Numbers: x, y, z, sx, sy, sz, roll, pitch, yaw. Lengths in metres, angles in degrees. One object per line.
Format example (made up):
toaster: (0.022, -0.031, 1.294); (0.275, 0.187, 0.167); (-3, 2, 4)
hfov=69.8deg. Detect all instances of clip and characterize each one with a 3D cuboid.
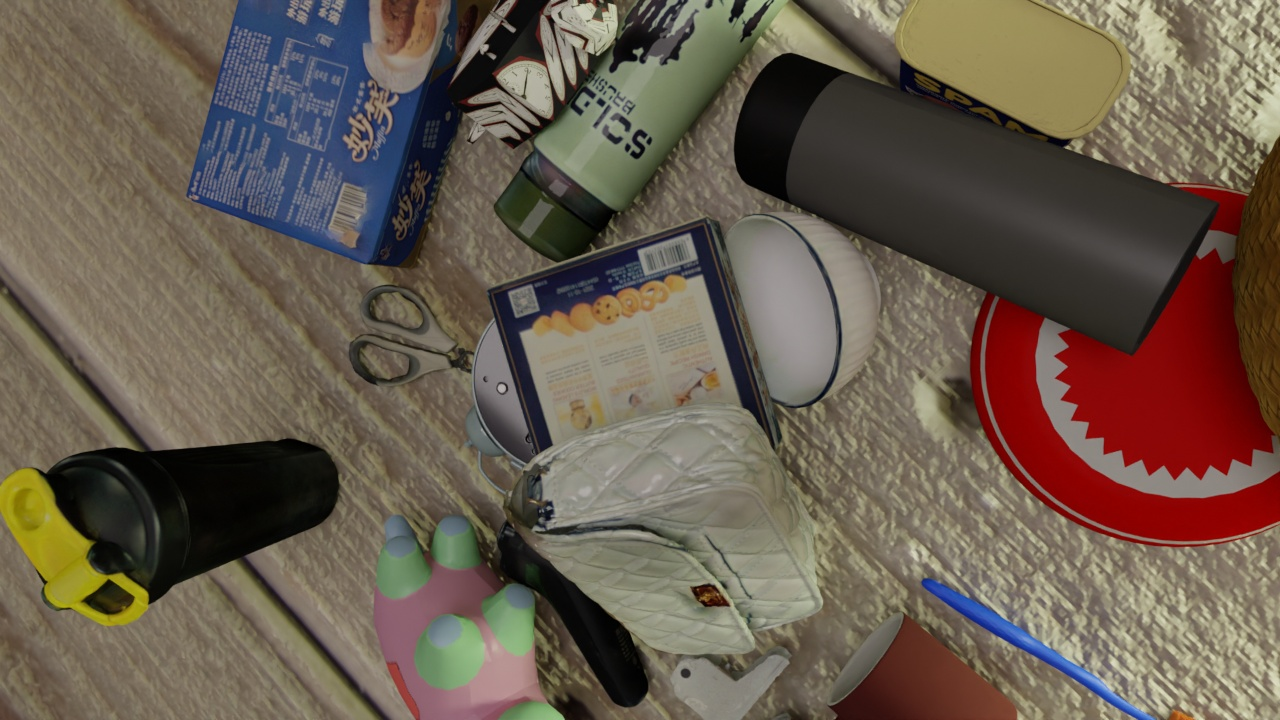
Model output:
clip: (0.047, 0.218, 0.601); (0.058, 0.050, 0.102); (36, 99, -2)

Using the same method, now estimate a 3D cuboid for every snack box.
snack box: (-0.003, 0.003, 0.557); (0.144, 0.042, 0.145); (-16, 92, 13)
snack box: (-0.209, -0.184, 0.641); (0.155, 0.069, 0.203); (20, 97, 14)

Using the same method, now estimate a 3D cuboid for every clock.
clock: (-0.054, 0.023, 0.615); (0.122, 0.045, 0.159); (32, 100, 7)
clock: (-0.063, -0.210, 0.568); (0.065, 0.114, 0.155); (33, 125, -30)

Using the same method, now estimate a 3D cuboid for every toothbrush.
toothbrush: (0.255, 0.180, 0.555); (0.182, 0.016, 0.018); (30, 94, 12)

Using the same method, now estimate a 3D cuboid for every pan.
pan: (0.346, 0.057, 0.508); (0.209, 0.067, 0.356); (-43, 78, 12)

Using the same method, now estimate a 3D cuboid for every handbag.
handbag: (0.024, 0.109, 0.527); (0.139, 0.195, 0.072); (-17, 51, 15)

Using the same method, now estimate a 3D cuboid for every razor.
razor: (-0.045, 0.168, 0.623); (0.067, 0.053, 0.151); (-29, 91, 25)

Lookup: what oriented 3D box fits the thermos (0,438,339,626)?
thermos: (-0.286, 0.097, 0.593); (0.098, 0.220, 0.098); (0, 91, 14)

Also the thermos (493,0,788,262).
thermos: (-0.004, -0.167, 0.586); (0.082, 0.082, 0.232); (41, 102, 10)

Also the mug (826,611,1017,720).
mug: (0.157, 0.219, 0.551); (0.082, 0.073, 0.106); (40, 95, 11)

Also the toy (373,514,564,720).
toy: (-0.117, 0.210, 0.614); (0.222, 0.119, 0.171); (40, 135, 38)

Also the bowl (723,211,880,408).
bowl: (0.103, -0.036, 0.554); (0.062, 0.118, 0.118); (-18, 86, -26)

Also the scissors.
scissors: (-0.136, 0.008, 0.659); (0.171, 0.012, 0.121); (44, 101, 6)

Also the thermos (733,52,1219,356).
thermos: (0.170, -0.093, 0.505); (0.240, 0.082, 0.082); (31, 99, 28)

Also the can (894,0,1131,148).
can: (0.203, -0.161, 0.519); (0.116, 0.092, 0.056); (32, 99, 12)

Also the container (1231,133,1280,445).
container: (0.421, -0.034, 0.379); (0.307, 0.197, 0.306); (1, 84, -7)

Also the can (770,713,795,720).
can: (0.108, 0.277, 0.579); (0.054, 0.054, 0.096); (-41, 82, 12)
